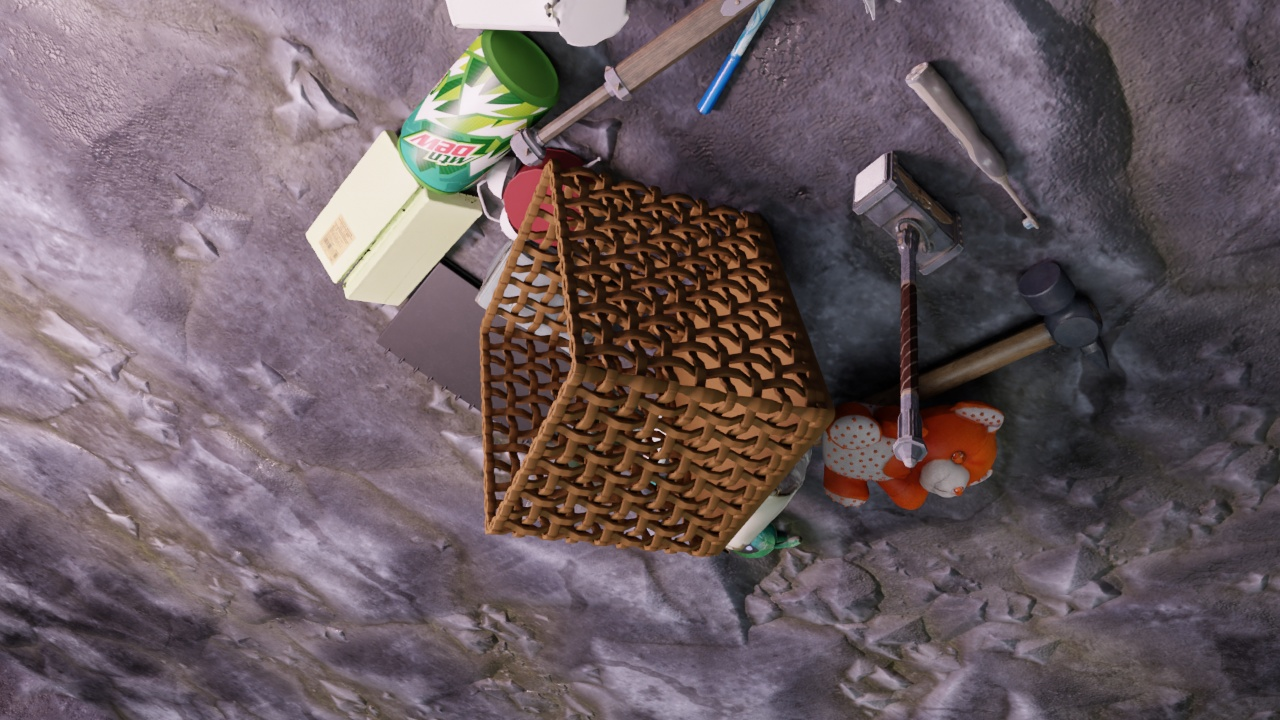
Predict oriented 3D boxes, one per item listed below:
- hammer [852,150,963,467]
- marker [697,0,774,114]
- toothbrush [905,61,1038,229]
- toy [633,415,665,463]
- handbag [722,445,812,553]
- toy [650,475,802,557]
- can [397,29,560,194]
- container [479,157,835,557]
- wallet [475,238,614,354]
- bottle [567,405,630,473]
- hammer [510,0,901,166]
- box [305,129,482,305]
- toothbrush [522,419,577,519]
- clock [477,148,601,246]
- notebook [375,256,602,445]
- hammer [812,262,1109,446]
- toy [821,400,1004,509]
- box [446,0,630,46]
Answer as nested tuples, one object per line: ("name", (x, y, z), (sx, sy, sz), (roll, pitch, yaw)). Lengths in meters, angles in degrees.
("hammer", (0.205, -0.040, 0.700), (0.098, 0.321, 0.044), (37, 130, -18))
("marker", (0.084, -0.260, 0.748), (0.013, 0.013, 0.142), (27, 133, -9))
("toothbrush", (0.284, -0.174, 0.764), (0.185, 0.022, 0.024), (41, 132, -23))
("toy", (0.034, 0.086, 1.058), (0.076, 0.037, 0.126), (45, 135, -17))
("handbag", (0.111, 0.098, 0.961), (0.123, 0.171, 0.113), (30, 133, 4))
("toy", (0.104, 0.186, 1.114), (0.193, 0.072, 0.131), (29, 171, -7))
("can", (-0.144, -0.215, 0.805), (0.083, 0.082, 0.144), (41, 129, -21))
("container", (-0.005, 0.005, 0.807), (0.214, 0.251, 0.220), (11, 134, -22))
("wallet", (-0.097, -0.066, 0.954), (0.131, 0.054, 0.101), (27, 134, -15))
("bottle", (-0.064, 0.112, 1.099), (0.055, 0.055, 0.175), (25, 145, -7))
("hammer", (0.024, -0.250, 0.714), (0.317, 0.028, 0.147), (-30, 118, 19))
("box", (-0.259, -0.131, 0.936), (0.133, 0.061, 0.189), (41, 130, -18))
("toothbrush", (-0.108, 0.130, 1.042), (0.010, 0.181, 0.010), (30, 136, -5))
("clock", (-0.094, -0.155, 0.873), (0.125, 0.044, 0.087), (0, 131, 16))
("notebook", (-0.172, 0.001, 1.056), (0.231, 0.019, 0.170), (36, 130, -17))
("hammer", (0.301, 0.021, 0.928), (0.323, 0.040, 0.129), (-30, 122, 36))
("toy", (0.270, 0.094, 0.923), (0.172, 0.092, 0.164), (-1, 139, 11))
("box", (-0.078, -0.291, 0.715), (0.160, 0.091, 0.081), (5, 141, 9))
